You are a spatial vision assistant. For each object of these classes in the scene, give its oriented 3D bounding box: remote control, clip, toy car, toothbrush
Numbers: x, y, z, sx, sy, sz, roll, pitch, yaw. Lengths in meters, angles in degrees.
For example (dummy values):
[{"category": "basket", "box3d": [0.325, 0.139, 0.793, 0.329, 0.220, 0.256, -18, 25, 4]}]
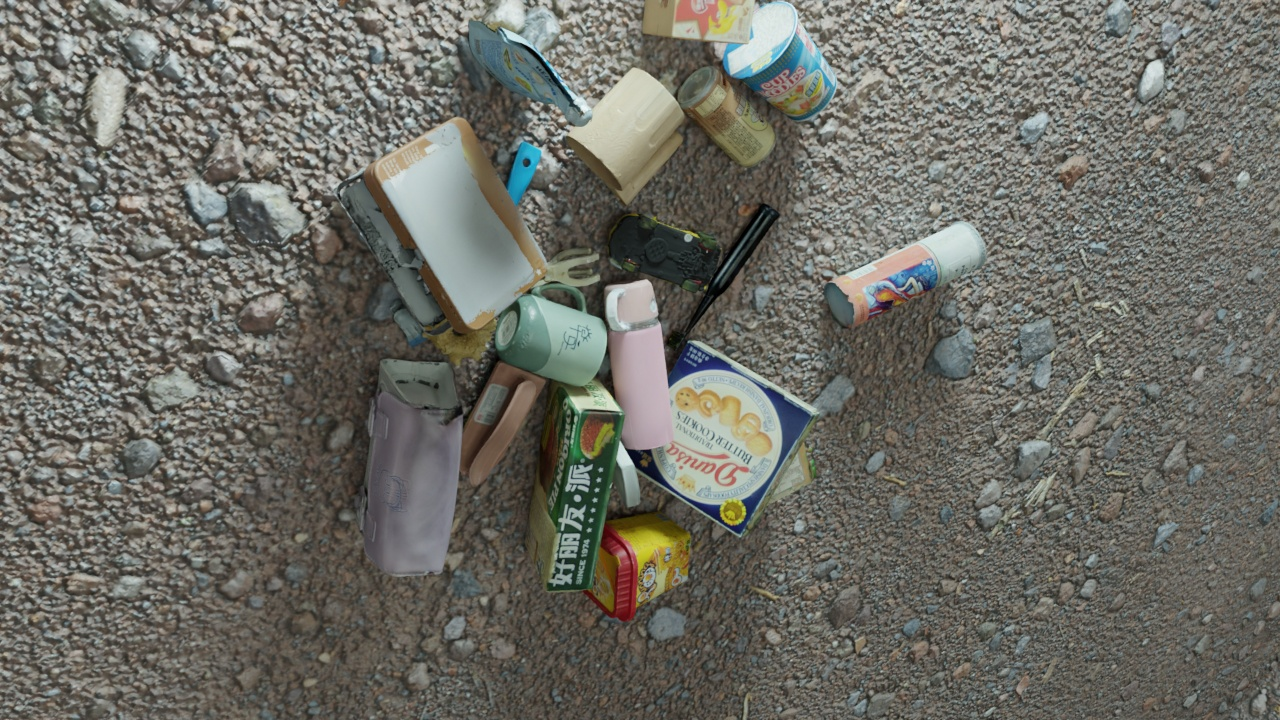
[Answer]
[{"category": "remote control", "box3d": [-0.029, 0.120, 1.105, 0.019, 0.135, 0.056, -13, 115, -13]}, {"category": "clip", "box3d": [-0.099, -0.104, 1.044, 0.103, 0.076, 0.034, -9, 116, -12]}, {"category": "toy car", "box3d": [0.028, -0.129, 1.081, 0.155, 0.041, 0.071, 13, 105, -31]}, {"category": "clip", "box3d": [-0.252, -0.039, 1.000, 0.024, 0.028, 0.056, -31, 131, -9]}, {"category": "toothbrush", "box3d": [0.100, -0.101, 1.139, 0.027, 0.026, 0.213, 36, 95, 2]}]

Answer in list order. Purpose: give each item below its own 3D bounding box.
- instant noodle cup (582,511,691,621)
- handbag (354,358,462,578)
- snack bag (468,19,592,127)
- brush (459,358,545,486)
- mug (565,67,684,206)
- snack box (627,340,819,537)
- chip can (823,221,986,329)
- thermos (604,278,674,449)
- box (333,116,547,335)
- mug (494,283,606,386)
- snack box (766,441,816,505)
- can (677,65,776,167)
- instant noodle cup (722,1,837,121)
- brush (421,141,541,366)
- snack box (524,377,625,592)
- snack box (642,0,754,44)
[{"category": "instant noodle cup", "box3d": [-0.006, 0.259, 1.198, 0.123, 0.116, 0.116, -12, 116, -34]}, {"category": "handbag", "box3d": [-0.250, 0.114, 0.993, 0.098, 0.145, 0.197, 2, 109, -29]}, {"category": "snack bag", "box3d": [-0.108, -0.273, 0.866, 0.039, 0.191, 0.110, -40, 122, -4]}, {"category": "brush", "box3d": [-0.168, 0.073, 1.057, 0.063, 0.073, 0.146, 24, 101, -32]}, {"category": "mug", "box3d": [-0.008, -0.240, 1.002, 0.103, 0.084, 0.124, -48, 147, -2]}, {"category": "snack box", "box3d": [0.098, 0.096, 1.141, 0.182, 0.178, 0.045, -62, 161, 8]}, {"category": "chip can", "box3d": [0.352, -0.114, 1.225, 0.214, 0.071, 0.071, -24, 120, -13]}, {"category": "thermos", "box3d": [-0.006, 0.006, 1.084, 0.067, 0.087, 0.199, -1, 106, 23]}, {"category": "box", "box3d": [-0.186, -0.124, 0.888, 0.148, 0.158, 0.181, -33, 105, -9]}, {"category": "mug", "box3d": [-0.101, -0.037, 1.043, 0.106, 0.082, 0.111, 19, 72, -30]}, {"category": "snack box", "box3d": [0.159, 0.126, 1.216, 0.117, 0.105, 0.118, -24, 119, -14]}, {"category": "can", "box3d": [0.098, -0.276, 1.042, 0.116, 0.058, 0.058, 36, 93, -33]}, {"category": "instant noodle cup", "box3d": [0.165, -0.330, 1.036, 0.110, 0.099, 0.099, 30, 96, -39]}, {"category": "brush", "box3d": [-0.166, -0.114, 0.997, 0.083, 0.046, 0.255, 21, 97, -24]}, {"category": "snack box", "box3d": [-0.084, 0.147, 1.103, 0.063, 0.114, 0.240, 3, 109, -22]}, {"category": "snack box", "box3d": [0.063, -0.386, 0.966, 0.094, 0.077, 0.093, -3, 113, -24]}]
